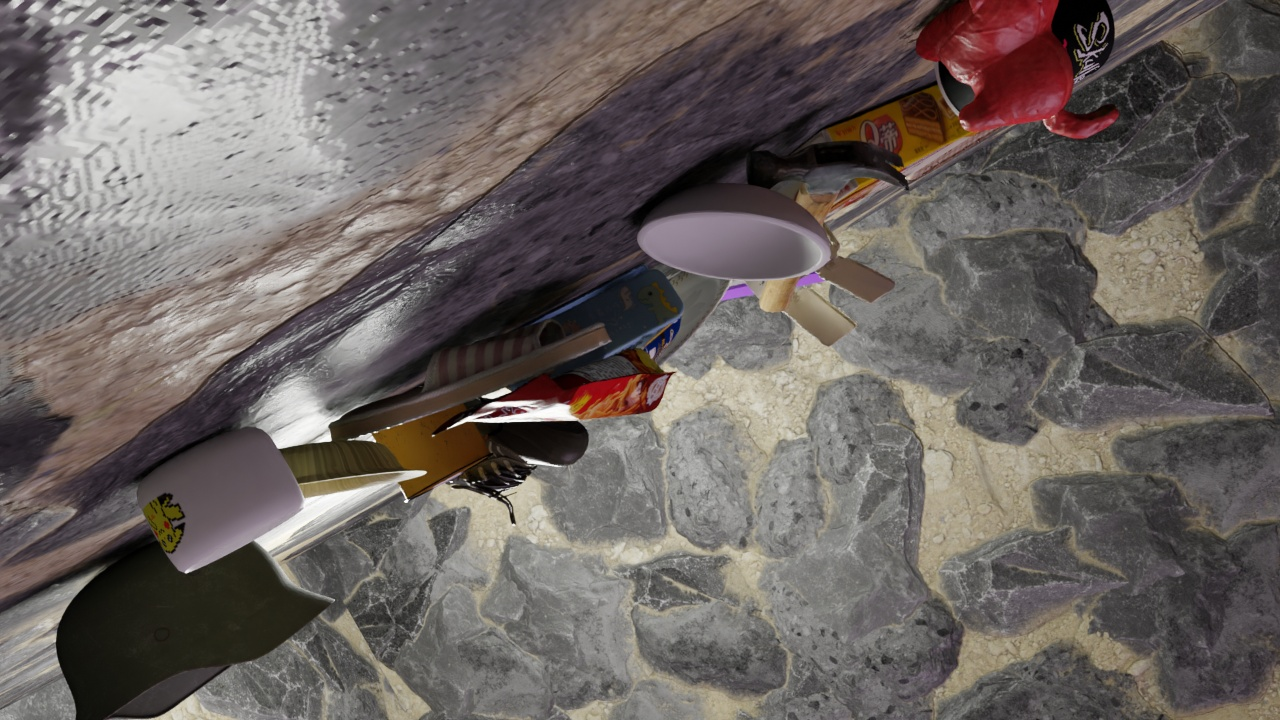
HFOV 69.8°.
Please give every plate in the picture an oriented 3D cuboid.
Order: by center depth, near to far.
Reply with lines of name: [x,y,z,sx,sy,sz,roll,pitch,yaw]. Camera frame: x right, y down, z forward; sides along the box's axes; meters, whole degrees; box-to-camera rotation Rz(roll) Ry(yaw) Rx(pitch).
plate: [-0.278,0.092,0.778,0.184,0.036,0.184,-10,171,-2]
plate: [0.038,-0.049,1.174,0.243,0.016,0.242,-42,-162,17]

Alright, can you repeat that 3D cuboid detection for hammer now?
hammer: [0.149,-0.110,0.851,0.132,0.033,0.331,-8,164,-2]

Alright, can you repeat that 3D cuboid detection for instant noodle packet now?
instant noodle packet: [-0.006,0.006,1.009,0.135,0.026,0.086,-52,173,38]

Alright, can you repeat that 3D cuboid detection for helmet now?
helmet: [-0.461,0.255,0.904,0.228,0.154,0.267,-33,-178,33]

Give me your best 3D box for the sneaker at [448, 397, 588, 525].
sneaker: [-0.161,0.120,1.042,0.101,0.143,0.238,9,179,-42]

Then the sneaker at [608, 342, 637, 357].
sneaker: [-0.064,-0.001,1.041,0.088,0.079,0.234,7,-154,32]

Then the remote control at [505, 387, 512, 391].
remote control: [-0.123,0.031,1.018,0.038,0.126,0.018,-22,136,-66]

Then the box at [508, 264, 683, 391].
box: [-0.060,-0.027,0.957,0.208,0.085,0.073,-29,166,-22]

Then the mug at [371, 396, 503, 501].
mug: [-0.209,0.075,0.951,0.123,0.094,0.101,-28,177,-12]

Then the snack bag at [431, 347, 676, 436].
snack bag: [-0.070,0.026,0.824,0.139,0.066,0.207,-16,173,34]

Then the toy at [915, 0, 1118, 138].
toy: [0.248,-0.194,0.584,0.088,0.133,0.094,-40,171,-14]

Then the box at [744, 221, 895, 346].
box: [0.193,-0.111,1.062,0.144,0.187,0.058,-33,164,-37]

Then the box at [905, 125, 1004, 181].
box: [0.373,-0.280,1.075,0.187,0.071,0.056,-32,-143,-10]

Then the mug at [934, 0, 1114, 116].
mug: [0.289,-0.243,0.680,0.098,0.082,0.118,-30,155,-14]

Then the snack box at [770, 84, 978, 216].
snack box: [0.228,-0.203,0.901,0.229,0.061,0.110,-28,177,-36]

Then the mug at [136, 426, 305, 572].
mug: [-0.296,0.099,0.638,0.116,0.068,0.094,-32,178,35]

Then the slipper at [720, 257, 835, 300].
slipper: [0.149,-0.139,1.288,0.267,0.084,0.107,-10,175,27]

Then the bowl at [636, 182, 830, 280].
bowl: [0.074,-0.105,0.716,0.149,0.043,0.150,7,168,1]

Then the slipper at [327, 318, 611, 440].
slipper: [-0.155,0.010,0.807,0.263,0.052,0.115,-20,-177,8]
